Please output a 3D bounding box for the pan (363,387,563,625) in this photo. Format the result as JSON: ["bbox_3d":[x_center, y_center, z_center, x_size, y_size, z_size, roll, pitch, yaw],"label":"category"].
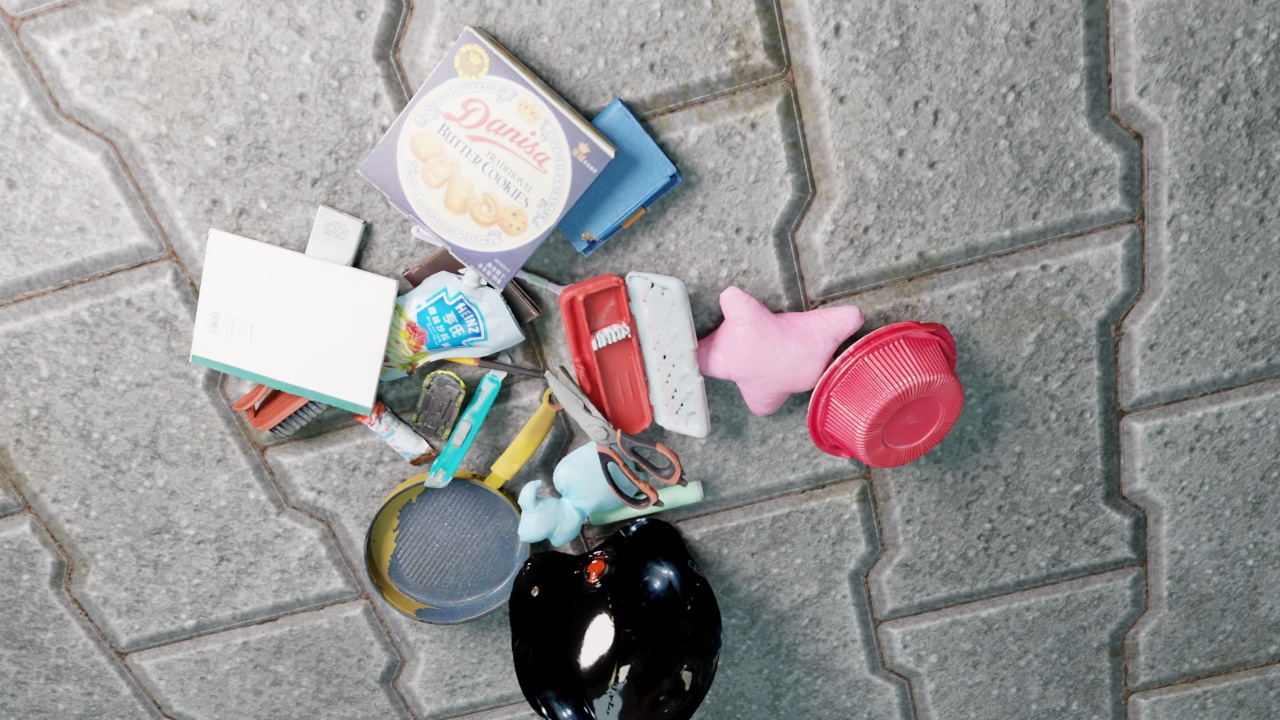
[{"bbox_3d":[-0.187,0.167,1.087,0.197,0.078,0.358,31,100,-16],"label":"pan"}]

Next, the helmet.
[{"bbox_3d":[-0.013,0.331,1.093,0.274,0.230,0.233,-50,132,-9],"label":"helmet"}]

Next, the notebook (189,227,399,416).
[{"bbox_3d":[-0.365,-0.039,0.960,0.209,0.012,0.150,16,103,4],"label":"notebook"}]

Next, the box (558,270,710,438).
[{"bbox_3d":[-0.003,-0.001,1.007,0.155,0.073,0.201,-5,121,12],"label":"box"}]

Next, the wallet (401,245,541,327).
[{"bbox_3d":[-0.180,-0.072,0.982,0.096,0.020,0.122,-29,119,22],"label":"wallet"}]

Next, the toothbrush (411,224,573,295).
[{"bbox_3d":[-0.153,-0.103,0.977,0.189,0.021,0.029,23,78,-12],"label":"toothbrush"}]

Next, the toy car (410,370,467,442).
[{"bbox_3d":[-0.227,0.048,1.043,0.048,0.032,0.105,26,130,-4],"label":"toy car"}]

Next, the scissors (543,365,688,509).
[{"bbox_3d":[-0.024,0.082,1.018,0.192,0.015,0.207,4,122,-2],"label":"scissors"}]

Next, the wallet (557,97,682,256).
[{"bbox_3d":[-0.037,-0.182,0.926,0.133,0.040,0.106,-37,105,17],"label":"wallet"}]

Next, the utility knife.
[{"bbox_3d":[-0.194,0.069,1.039,0.029,0.013,0.179,29,92,7],"label":"utility knife"}]

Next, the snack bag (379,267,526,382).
[{"bbox_3d":[-0.228,-0.037,0.980,0.191,0.038,0.110,-14,118,17],"label":"snack bag"}]

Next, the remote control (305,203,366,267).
[{"bbox_3d":[-0.330,-0.102,0.968,0.049,0.024,0.125,20,116,-13],"label":"remote control"}]

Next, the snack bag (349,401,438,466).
[{"bbox_3d":[-0.286,0.086,1.071,0.048,0.026,0.104,-28,116,29],"label":"snack bag"}]

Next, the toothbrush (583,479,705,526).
[{"bbox_3d":[-0.029,0.186,1.134,0.224,0.027,0.026,-15,105,6],"label":"toothbrush"}]

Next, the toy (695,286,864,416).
[{"bbox_3d":[0.138,-0.001,1.013,0.194,0.074,0.179,7,130,0],"label":"toy"}]

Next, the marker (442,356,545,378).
[{"bbox_3d":[-0.167,0.003,1.025,0.124,0.018,0.015,12,98,2],"label":"marker"}]

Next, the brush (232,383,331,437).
[{"bbox_3d":[-0.382,0.030,1.016,0.146,0.063,0.069,-34,129,17],"label":"brush"}]

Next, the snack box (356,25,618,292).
[{"bbox_3d":[-0.148,-0.193,0.887,0.178,0.045,0.183,40,107,-9],"label":"snack box"}]

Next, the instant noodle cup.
[{"bbox_3d":[0.283,0.050,1.011,0.193,0.066,0.194,-13,130,-17],"label":"instant noodle cup"}]

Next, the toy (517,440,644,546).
[{"bbox_3d":[-0.067,0.150,1.076,0.161,0.050,0.156,21,98,-40],"label":"toy"}]
